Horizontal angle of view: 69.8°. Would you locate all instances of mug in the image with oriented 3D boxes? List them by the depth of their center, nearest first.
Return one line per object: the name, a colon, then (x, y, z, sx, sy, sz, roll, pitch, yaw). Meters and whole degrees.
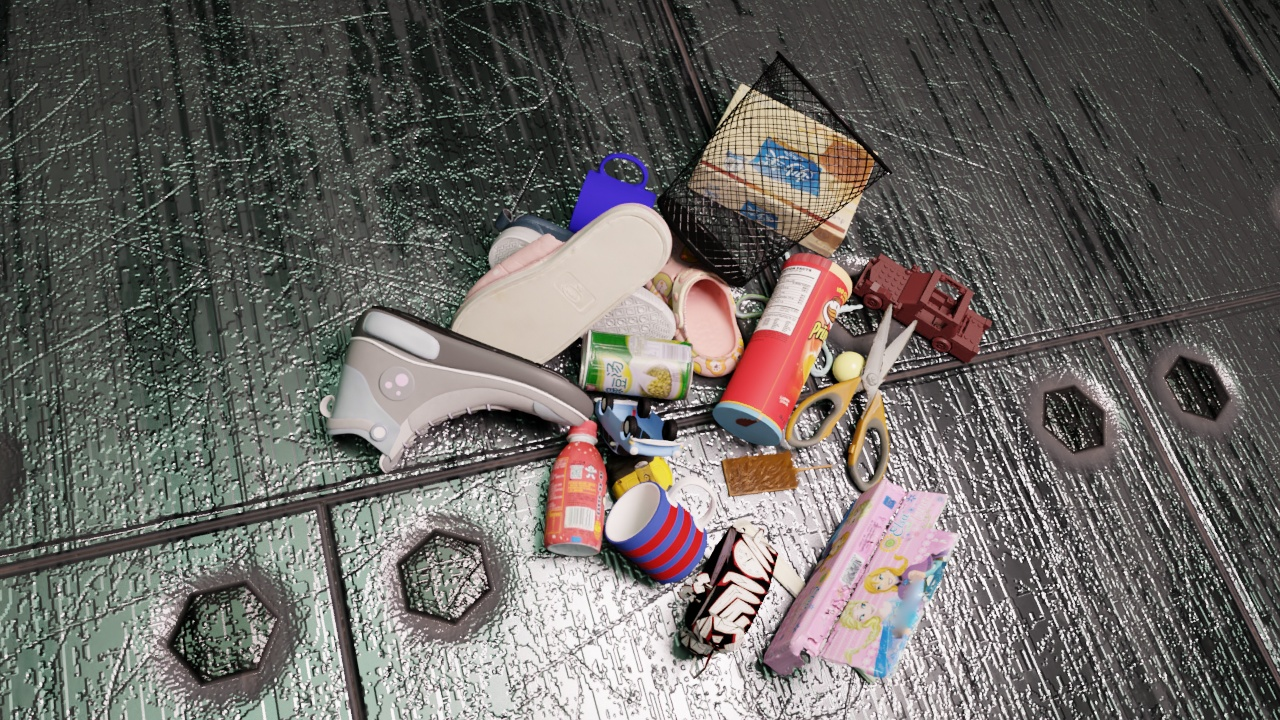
mug: (0.030, 0.163, 0.925, 0.112, 0.075, 0.076, -38, 116, 13)
mug: (-0.028, -0.188, 1.081, 0.083, 0.111, 0.079, 20, 21, -4)

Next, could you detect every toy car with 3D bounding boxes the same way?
toy car: (-0.006, 0.073, 0.957, 0.056, 0.153, 0.055, 6, 101, -20)
toy car: (0.356, -0.071, 1.141, 0.170, 0.062, 0.070, 33, 63, 3)

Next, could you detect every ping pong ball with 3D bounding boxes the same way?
ping pong ball: (0.249, 0.010, 1.092, 0.040, 0.040, 0.040, 5, 65, -11)

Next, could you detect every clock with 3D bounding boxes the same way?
clock: (0.074, 0.238, 0.907, 0.065, 0.115, 0.154, 27, 65, 0)

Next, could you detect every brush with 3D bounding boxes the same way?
brush: (0.178, 0.254, 0.983, 0.033, 0.012, 0.217, -39, 78, -24)
brush: (0.156, 0.123, 1.032, 0.126, 0.017, 0.048, -4, 67, -15)

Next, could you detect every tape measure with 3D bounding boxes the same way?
tape measure: (0.002, 0.129, 0.982, 0.065, 0.037, 0.064, -17, 71, -20)

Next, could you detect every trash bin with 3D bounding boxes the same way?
trash bin: (0.142, -0.205, 1.043, 0.210, 0.183, 0.184, -43, 78, 18)

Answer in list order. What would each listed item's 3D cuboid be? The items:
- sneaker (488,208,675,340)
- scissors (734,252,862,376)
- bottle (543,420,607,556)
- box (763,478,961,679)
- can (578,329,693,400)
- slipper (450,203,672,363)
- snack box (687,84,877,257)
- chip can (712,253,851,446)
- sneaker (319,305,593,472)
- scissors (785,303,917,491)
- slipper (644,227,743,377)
sneaker: (-0.064, -0.092, 1.044, 0.235, 0.089, 0.087, 31, 34, -13)
scissors: (0.196, -0.058, 1.128, 0.171, 0.021, 0.172, -4, 63, -12)
bottle: (-0.065, 0.130, 0.953, 0.062, 0.062, 0.137, 9, 65, -9)
box: (0.223, 0.213, 0.923, 0.062, 0.161, 0.229, 49, 57, -12)
can: (-0.006, 0.006, 1.015, 0.121, 0.067, 0.067, 7, 65, -6)
slipper: (-0.086, -0.076, 0.968, 0.114, 0.275, 0.054, 51, 22, -22)
snack box: (0.186, -0.246, 1.184, 0.207, 0.055, 0.153, 27, 63, 0)
chip can: (0.163, -0.014, 1.048, 0.087, 0.087, 0.213, 28, 69, 0)
sneaker: (-0.188, 0.054, 0.940, 0.256, 0.093, 0.160, 23, 88, -4)
scissors: (0.268, 0.045, 1.064, 0.225, 0.016, 0.175, -44, 95, -16)
slipper: (0.068, -0.079, 1.069, 0.093, 0.082, 0.197, -18, 74, -21)
